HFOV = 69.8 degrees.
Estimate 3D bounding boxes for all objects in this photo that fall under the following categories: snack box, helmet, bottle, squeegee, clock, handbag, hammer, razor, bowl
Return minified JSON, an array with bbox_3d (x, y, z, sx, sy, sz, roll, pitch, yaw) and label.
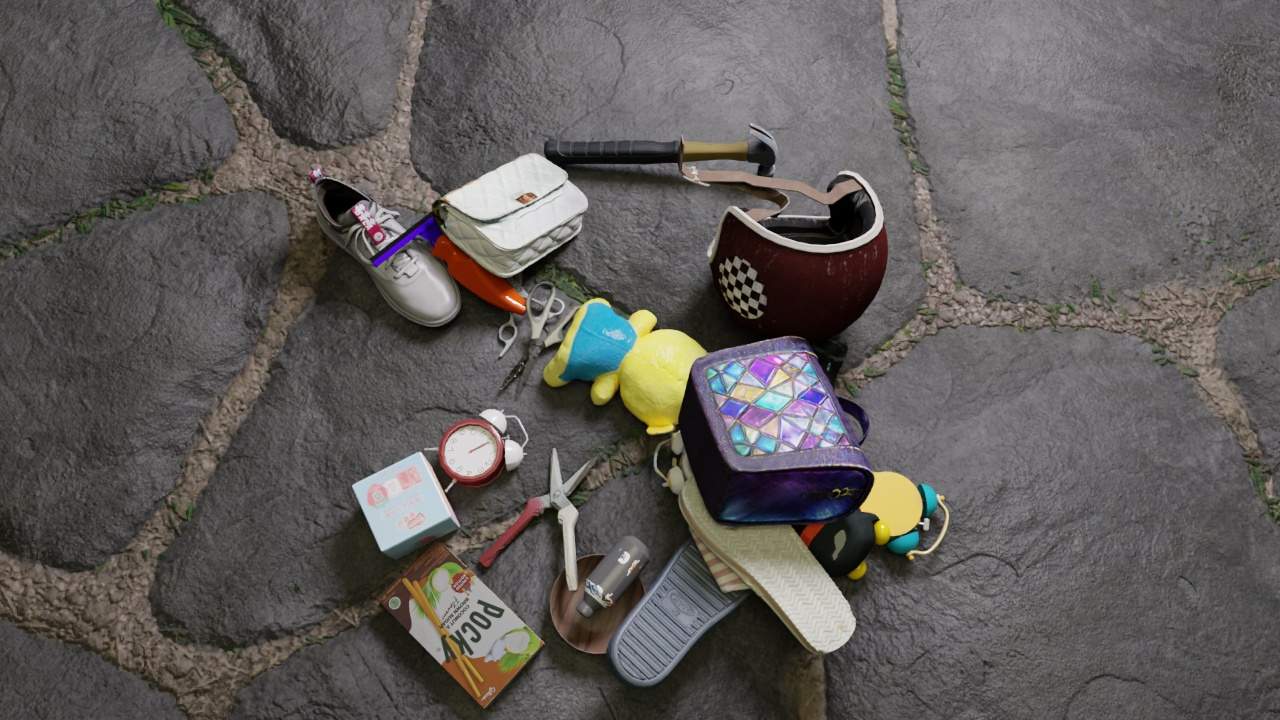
[{"bbox_3d":[-0.291,0.183,1.146,0.093,0.080,0.094,-27,73,-11],"label":"snack box"},{"bbox_3d":[0.194,-0.146,1.183,0.233,0.254,0.233,-20,50,-22],"label":"helmet"},{"bbox_3d":[-0.220,0.321,1.128,0.186,0.032,0.101,41,75,11],"label":"snack box"},{"bbox_3d":[-0.035,0.264,1.112,0.047,0.047,0.112,38,74,10],"label":"bottle"},{"bbox_3d":[-0.226,-0.125,1.243,0.185,0.055,0.248,39,40,-4],"label":"squeegee"},{"bbox_3d":[0.332,0.195,1.189,0.130,0.044,0.099,29,73,14],"label":"clock"},{"bbox_3d":[-0.208,0.115,1.191,0.124,0.044,0.087,-28,75,-10],"label":"clock"},{"bbox_3d":[0.173,0.087,1.113,0.221,0.126,0.204,-6,50,-14],"label":"handbag"},{"bbox_3d":[-0.169,-0.206,1.246,0.139,0.073,0.194,39,46,10],"label":"handbag"},{"bbox_3d":[0.029,-0.298,1.313,0.333,0.118,0.025,1,69,3],"label":"hammer"},{"bbox_3d":[0.240,0.030,1.227,0.053,0.064,0.140,16,71,4],"label":"razor"},{"bbox_3d":[0.080,0.135,1.194,0.125,0.052,0.088,6,72,3],"label":"clock"},{"bbox_3d":[-0.052,0.303,1.141,0.119,0.032,0.119,1,72,-2],"label":"bowl"}]

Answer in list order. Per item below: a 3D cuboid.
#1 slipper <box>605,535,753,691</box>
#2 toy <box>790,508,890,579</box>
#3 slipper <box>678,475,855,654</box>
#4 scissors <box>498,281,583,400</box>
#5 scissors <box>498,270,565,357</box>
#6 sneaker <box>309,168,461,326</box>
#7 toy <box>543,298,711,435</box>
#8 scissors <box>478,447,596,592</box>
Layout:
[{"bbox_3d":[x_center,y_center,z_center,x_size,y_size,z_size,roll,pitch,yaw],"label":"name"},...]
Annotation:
[{"bbox_3d":[0.047,0.300,1.114,0.101,0.083,0.262,44,51,11],"label":"slipper"},{"bbox_3d":[0.234,0.212,1.154,0.119,0.099,0.098,45,119,35],"label":"toy"},{"bbox_3d":[0.145,0.244,1.108,0.114,0.052,0.263,-32,71,-33],"label":"slipper"},{"bbox_3d":[-0.129,-0.025,1.246,0.153,0.013,0.163,-6,94,-23],"label":"scissors"},{"bbox_3d":[-0.177,-0.085,1.275,0.141,0.014,0.164,28,77,13],"label":"scissors"},{"bbox_3d":[-0.344,-0.154,1.231,0.263,0.129,0.096,43,78,7],"label":"sneaker"},{"bbox_3d":[-0.007,0.007,1.215,0.214,0.084,0.148,28,81,5],"label":"toy"},{"bbox_3d":[-0.112,0.210,1.161,0.199,0.015,0.179,-39,56,-7],"label":"scissors"}]
